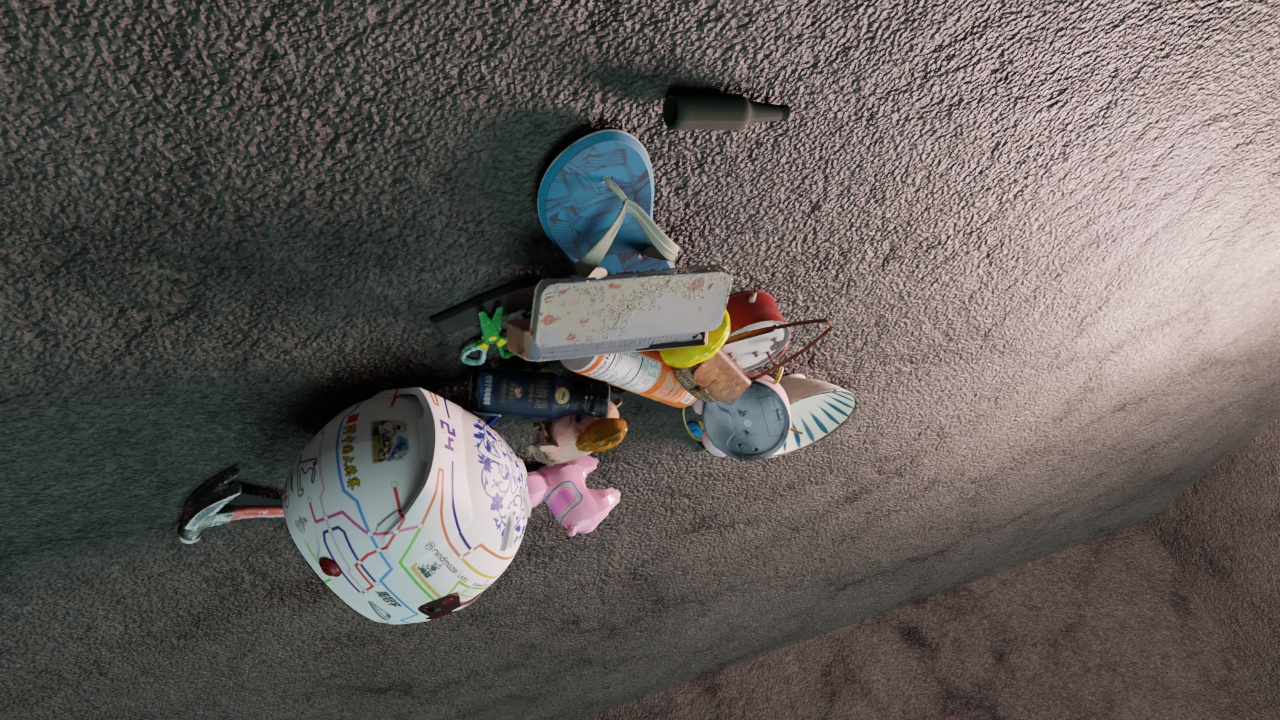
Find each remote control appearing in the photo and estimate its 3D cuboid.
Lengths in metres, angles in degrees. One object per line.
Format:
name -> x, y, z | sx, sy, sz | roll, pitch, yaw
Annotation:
remote control -> -0.158, -0.056, 0.960 | 0.124, 0.010, 0.039 | -20, 150, -1
remote control -> 0.018, 0.048, 1.231 | 0.045, 0.021, 0.140 | -34, 149, 22

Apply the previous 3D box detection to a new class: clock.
clock -> 0.130, 0.075, 1.243 | 0.158, 0.117, 0.058 | -13, -165, 22
clock -> 0.136, -0.020, 1.157 | 0.110, 0.062, 0.157 | -28, 150, 10

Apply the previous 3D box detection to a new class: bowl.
bowl -> 0.222, 0.068, 1.346 | 0.177, 0.070, 0.178 | -17, 150, -10

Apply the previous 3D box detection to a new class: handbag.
handbag -> 0.136, -0.001, 1.081 | 0.196, 0.043, 0.093 | -22, 137, 27

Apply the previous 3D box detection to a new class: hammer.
hammer -> -0.400, 0.184, 1.170 | 0.325, 0.036, 0.141 | 6, 141, -40

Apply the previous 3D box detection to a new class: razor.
razor -> -0.114, -0.018, 1.039 | 0.044, 0.021, 0.144 | -30, 153, -23

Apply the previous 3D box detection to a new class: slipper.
slipper -> -0.021, -0.112, 0.912 | 0.118, 0.060, 0.295 | -20, 151, 5

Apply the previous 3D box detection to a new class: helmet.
helmet -> -0.243, 0.167, 1.041 | 0.236, 0.230, 0.315 | -17, 144, 5

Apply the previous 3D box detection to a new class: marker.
marker -> 0.095, 0.121, 1.405 | 0.018, 0.015, 0.123 | -27, 151, 7

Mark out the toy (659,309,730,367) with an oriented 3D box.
toy -> 0.062, -0.031, 1.064 | 0.096, 0.094, 0.041 | -16, 135, 36

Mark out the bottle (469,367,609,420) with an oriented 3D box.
bottle -> -0.116, 0.041, 1.056 | 0.160, 0.056, 0.056 | 5, 145, -6

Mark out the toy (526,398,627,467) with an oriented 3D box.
toy -> -0.073, 0.081, 1.126 | 0.132, 0.076, 0.176 | -36, -164, -22

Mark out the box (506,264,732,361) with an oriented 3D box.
box -> -0.023, -0.055, 0.945 | 0.216, 0.094, 0.121 | -6, -169, -27

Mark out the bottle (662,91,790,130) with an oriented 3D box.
bottle -> 0.081, -0.223, 0.824 | 0.122, 0.033, 0.033 | -7, 147, -26

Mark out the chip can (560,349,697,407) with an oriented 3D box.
chip can -> -0.007, 0.006, 1.107 | 0.062, 0.062, 0.210 | -37, 147, 24

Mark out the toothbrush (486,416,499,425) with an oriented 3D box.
toothbrush -> -0.236, 0.116, 1.186 | 0.011, 0.016, 0.187 | 17, 130, -45

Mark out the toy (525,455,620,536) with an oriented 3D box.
toy -> -0.115, 0.192, 1.293 | 0.157, 0.123, 0.067 | -16, 153, -42

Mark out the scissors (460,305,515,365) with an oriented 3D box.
scissors -> -0.171, -0.025, 0.987 | 0.078, 0.013, 0.132 | -18, 159, -4
